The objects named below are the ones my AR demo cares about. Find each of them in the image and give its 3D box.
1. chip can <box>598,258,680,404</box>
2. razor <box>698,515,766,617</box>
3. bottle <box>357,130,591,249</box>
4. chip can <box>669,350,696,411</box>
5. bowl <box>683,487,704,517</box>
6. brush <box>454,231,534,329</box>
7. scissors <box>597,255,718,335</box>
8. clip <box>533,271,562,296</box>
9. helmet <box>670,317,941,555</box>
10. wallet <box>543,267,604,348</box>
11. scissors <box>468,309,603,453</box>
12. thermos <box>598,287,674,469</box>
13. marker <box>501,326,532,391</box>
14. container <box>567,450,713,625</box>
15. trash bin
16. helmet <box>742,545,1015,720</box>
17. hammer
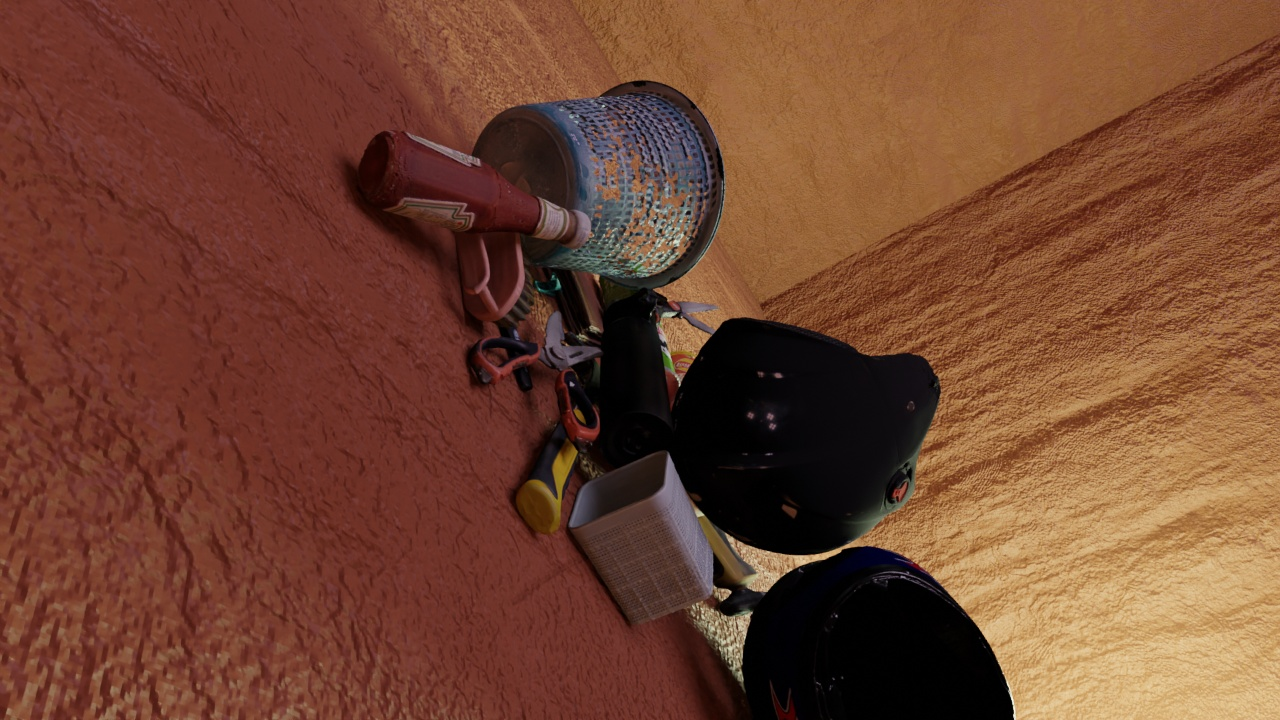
[{"bbox_3d":[-0.005,-0.040,1.186,0.072,0.072,0.235,52,16,-39],"label":"chip can"},{"bbox_3d":[0.085,0.226,1.064,0.067,0.062,0.167,-33,91,-46],"label":"razor"},{"bbox_3d":[-0.127,-0.131,0.752,0.205,0.060,0.059,11,48,-44],"label":"bottle"},{"bbox_3d":[0.055,0.062,1.220,0.073,0.073,0.216,58,14,-21],"label":"chip can"},{"bbox_3d":[0.025,0.124,0.988,0.113,0.062,0.113,56,15,-25],"label":"bowl"},{"bbox_3d":[-0.133,-0.090,0.802,0.073,0.063,0.145,50,20,-45],"label":"brush"},{"bbox_3d":[0.022,-0.076,1.171,0.229,0.022,0.220,41,30,11],"label":"scissors"},{"bbox_3d":[-0.100,-0.083,1.015,0.055,0.038,0.013,53,13,-77],"label":"clip"},{"bbox_3d":[0.149,0.082,0.913,0.234,0.229,0.275,16,-34,51],"label":"helmet"},{"bbox_3d":[-0.073,-0.076,1.090,0.124,0.032,0.101,66,10,15],"label":"wallet"},{"bbox_3d":[-0.080,0.005,0.811,0.189,0.015,0.226,25,26,-40],"label":"scissors"},{"bbox_3d":[-0.005,0.005,0.916,0.068,0.090,0.242,15,29,-12],"label":"thermos"},{"bbox_3d":[-0.118,-0.028,0.837,0.018,0.015,0.123,27,40,-60],"label":"marker"},{"bbox_3d":[0.007,0.155,0.792,0.111,0.090,0.090,62,13,-14],"label":"container"},{"bbox_3d":[-0.059,-0.178,0.940,0.194,0.227,0.226,-13,75,-51],"label":"trash bin"},{"bbox_3d":[0.220,0.323,0.949,0.315,0.247,0.241,60,-16,-14],"label":"helmet"},{"bbox_3d":[-0.064,0.061,0.832,0.126,0.032,0.322,60,13,-12],"label":"hammer"}]
